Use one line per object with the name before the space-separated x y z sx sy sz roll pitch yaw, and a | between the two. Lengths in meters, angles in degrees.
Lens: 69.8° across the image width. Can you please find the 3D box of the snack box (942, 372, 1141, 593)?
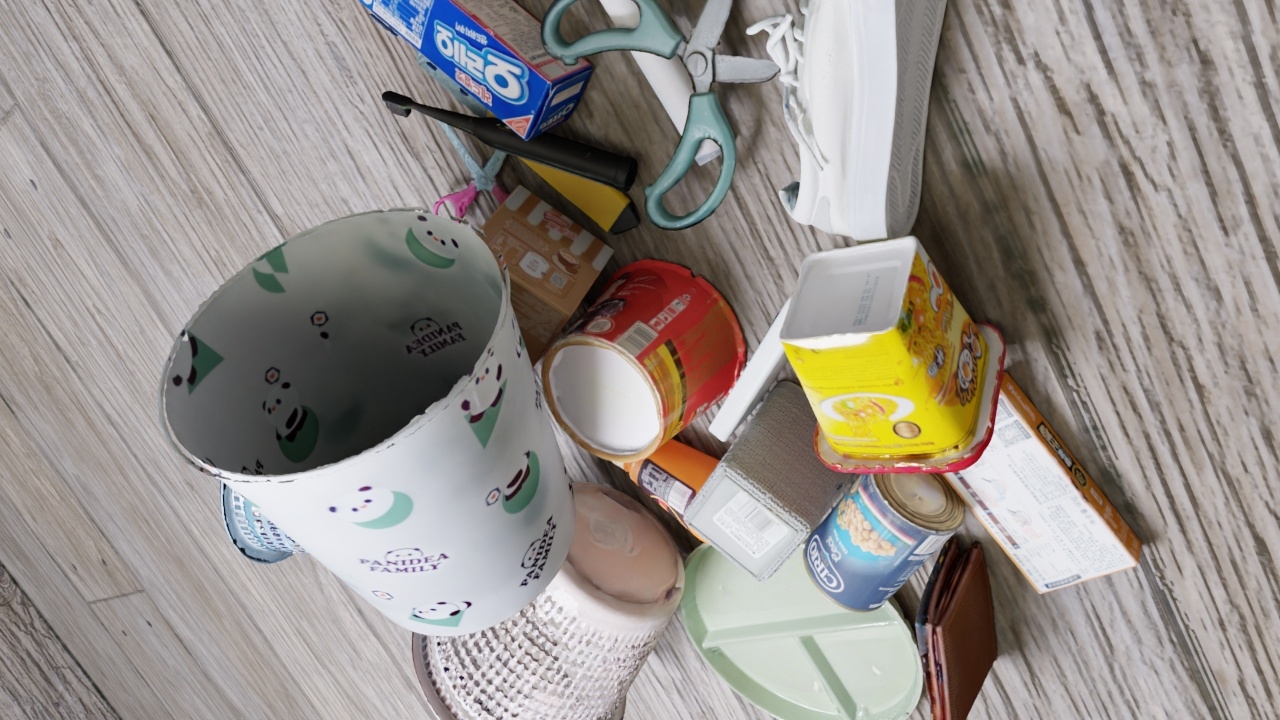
snack box | 0.263 0.087 0.629 0.153 0.026 0.075 51 133 -3

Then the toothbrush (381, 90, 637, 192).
toothbrush | -0.104 -0.170 0.697 0.213 0.026 0.027 20 153 13

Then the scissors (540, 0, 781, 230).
scissors | 0.004 -0.175 0.612 0.170 0.019 0.175 24 125 17

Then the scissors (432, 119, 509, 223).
scissors | -0.132 -0.143 0.763 0.136 0.017 0.133 -29 102 34

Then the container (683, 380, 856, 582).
container | 0.099 0.092 0.687 0.090 0.114 0.090 37 133 10

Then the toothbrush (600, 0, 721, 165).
toothbrush | -0.006 -0.233 0.616 0.221 0.026 0.026 58 157 -9

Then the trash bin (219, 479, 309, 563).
trash bin | -0.254 0.110 0.896 0.195 0.225 0.227 12 125 12

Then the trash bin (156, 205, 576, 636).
trash bin | -0.166 0.061 0.658 0.230 0.228 0.252 15 145 27

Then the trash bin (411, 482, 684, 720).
trash bin | -0.069 0.226 0.843 0.227 0.226 0.193 39 120 8

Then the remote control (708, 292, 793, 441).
remote control | 0.094 -0.003 0.669 0.021 0.058 0.150 37 132 12

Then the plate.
plate | 0.138 0.240 0.813 0.230 0.027 0.231 17 126 25

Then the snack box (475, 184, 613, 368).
snack box | -0.091 -0.065 0.722 0.093 0.094 0.077 34 134 -5

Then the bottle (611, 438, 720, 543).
bottle | 0.028 0.097 0.781 0.149 0.066 0.067 31 131 25

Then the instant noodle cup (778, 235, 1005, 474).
instant noodle cup | 0.152 -0.004 0.570 0.116 0.116 0.123 -5 138 37

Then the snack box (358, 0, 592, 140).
snack box | -0.133 -0.249 0.673 0.207 0.058 0.057 41 133 7

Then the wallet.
wallet | 0.232 0.209 0.677 0.032 0.101 0.125 3 120 36

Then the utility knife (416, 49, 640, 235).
utility knife | -0.090 -0.175 0.714 0.230 0.015 0.033 41 111 4

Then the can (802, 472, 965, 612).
can | 0.179 0.125 0.679 0.075 0.075 0.111 36 132 11

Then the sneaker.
sneaker | 0.117 -0.182 0.527 0.091 0.089 0.243 19 133 30

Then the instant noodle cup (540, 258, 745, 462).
instant noodle cup | -0.004 0.004 0.708 0.138 0.108 0.138 18 126 26
